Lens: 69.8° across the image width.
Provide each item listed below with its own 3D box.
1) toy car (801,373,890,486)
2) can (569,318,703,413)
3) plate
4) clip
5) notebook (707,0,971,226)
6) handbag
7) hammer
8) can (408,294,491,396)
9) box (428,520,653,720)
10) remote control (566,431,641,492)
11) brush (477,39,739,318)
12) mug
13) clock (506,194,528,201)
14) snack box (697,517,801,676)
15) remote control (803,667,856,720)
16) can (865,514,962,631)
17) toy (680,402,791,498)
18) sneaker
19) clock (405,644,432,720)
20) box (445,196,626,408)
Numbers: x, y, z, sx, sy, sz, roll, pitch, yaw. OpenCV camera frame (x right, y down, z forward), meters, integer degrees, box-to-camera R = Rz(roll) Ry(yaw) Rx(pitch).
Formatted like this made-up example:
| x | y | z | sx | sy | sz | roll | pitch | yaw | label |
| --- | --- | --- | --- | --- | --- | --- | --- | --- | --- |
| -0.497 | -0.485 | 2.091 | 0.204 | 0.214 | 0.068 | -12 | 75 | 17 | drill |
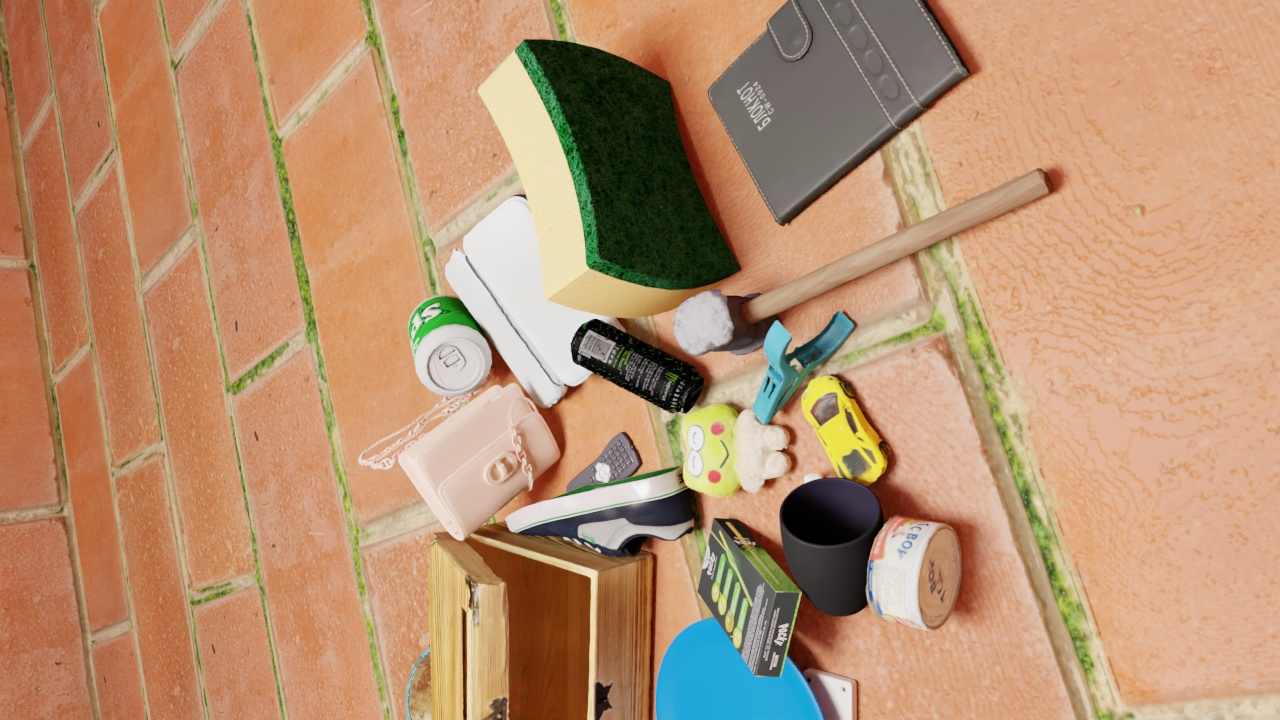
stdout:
| x | y | z | sx | sy | sz | roll | pitch | yaw | label |
| --- | --- | --- | --- | --- | --- | --- | --- | --- | --- |
| 0.177 | 0.061 | 0.803 | 0.049 | 0.030 | 0.107 | -45 | 62 | 35 | toy car |
| -0.005 | 0.005 | 0.930 | 0.138 | 0.053 | 0.054 | 27 | 111 | 20 | can |
| 0.100 | 0.360 | 0.885 | 0.225 | 0.024 | 0.224 | 2 | 93 | 48 | plate |
| 0.144 | -0.005 | 0.811 | 0.033 | 0.119 | 0.121 | 48 | 166 | 31 | clip |
| 0.162 | -0.246 | 0.805 | 0.210 | 0.029 | 0.169 | -37 | 68 | 35 | notebook |
| -0.198 | 0.108 | 1.076 | 0.188 | 0.198 | 0.116 | -6 | 119 | 54 | handbag |
| 0.175 | -0.078 | 0.768 | 0.329 | 0.097 | 0.052 | -25 | 77 | 34 | hammer |
| -0.231 | -0.020 | 1.105 | 0.140 | 0.087 | 0.088 | -127 | 51 | -61 | can |
| -0.149 | 0.334 | 0.994 | 0.259 | 0.220 | 0.279 | 5 | 97 | 44 | box |
| -0.045 | 0.130 | 1.022 | 0.125 | 0.009 | 0.046 | -46 | 62 | 34 | remote control |
| -0.027 | -0.169 | 0.866 | 0.075 | 0.194 | 0.250 | -31 | 72 | 39 | brush |
| 0.163 | 0.154 | 0.788 | 0.118 | 0.085 | 0.100 | -98 | -5 | -57 | mug |
| -0.121 | -0.133 | 1.058 | 0.091 | 0.042 | 0.120 | -31 | 71 | 39 | clock |
| 0.096 | 0.212 | 0.838 | 0.147 | 0.025 | 0.080 | -137 | 56 | -68 | snack box |
| 0.172 | 0.352 | 0.832 | 0.050 | 0.011 | 0.136 | 1 | 93 | 43 | remote control |
| 0.219 | 0.169 | 0.730 | 0.043 | 0.086 | 0.086 | 4 | 95 | 42 | can |
| 0.089 | 0.086 | 0.875 | 0.115 | 0.046 | 0.092 | -3 | 84 | 35 | toy |
| -0.047 | 0.173 | 0.973 | 0.236 | 0.084 | 0.079 | -16 | 88 | 34 | sneaker |
| -0.231 | 0.403 | 1.164 | 0.121 | 0.073 | 0.157 | -2 | 71 | 46 | clock |
| -0.129 | -0.055 | 1.019 | 0.186 | 0.084 | 0.210 | -34 | 90 | 33 | box |
